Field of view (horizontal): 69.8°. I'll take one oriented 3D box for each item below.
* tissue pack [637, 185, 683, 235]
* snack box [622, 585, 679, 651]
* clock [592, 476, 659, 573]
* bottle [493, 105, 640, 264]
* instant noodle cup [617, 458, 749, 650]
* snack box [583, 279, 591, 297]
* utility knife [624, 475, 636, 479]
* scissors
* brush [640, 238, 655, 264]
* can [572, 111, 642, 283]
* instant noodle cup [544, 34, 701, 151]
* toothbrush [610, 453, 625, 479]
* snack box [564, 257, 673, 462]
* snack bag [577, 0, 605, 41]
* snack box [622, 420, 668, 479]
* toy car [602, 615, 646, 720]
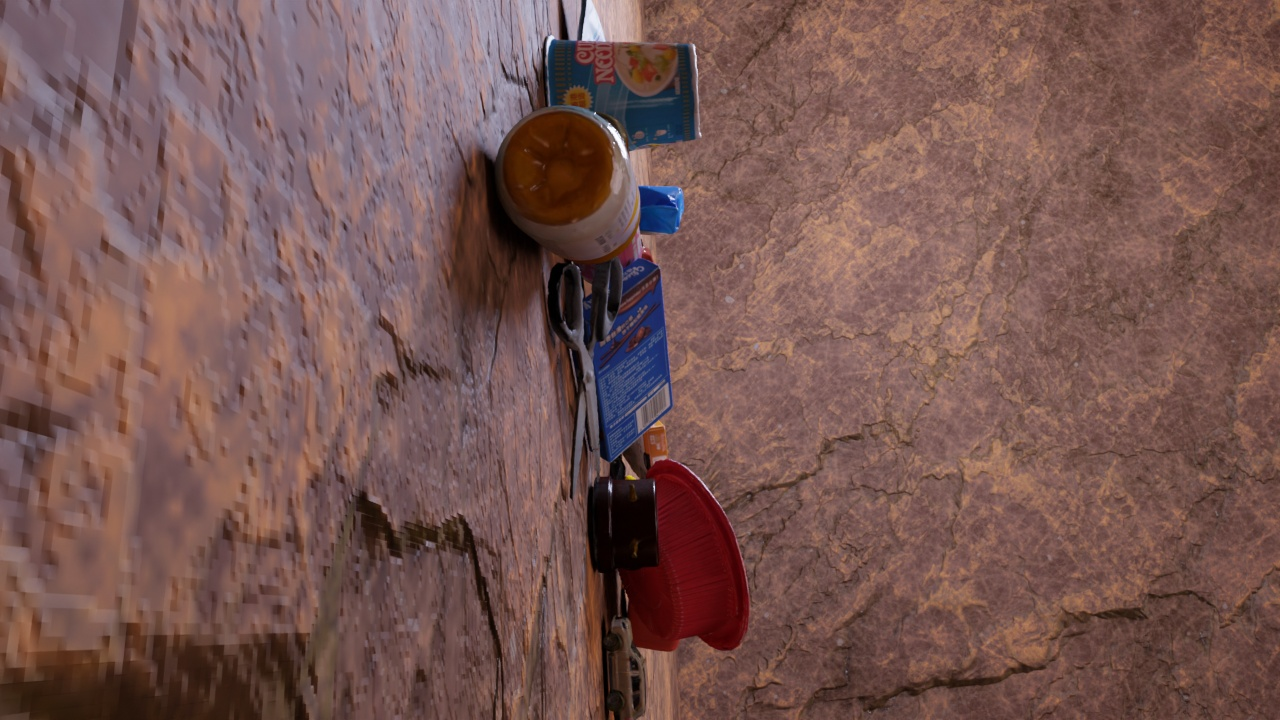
[{"bbox_3d":[-0.001,-0.164,0.996,0.157,0.095,0.052,-75,167,-79],"label":"tissue pack"},{"bbox_3d":[0.017,0.275,1.035,0.091,0.082,0.080,-76,176,-76],"label":"snack box"},{"bbox_3d":[-0.012,0.142,0.797,0.122,0.055,0.082,79,7,-77],"label":"clock"},{"bbox_3d":[-0.034,-0.091,0.526,0.189,0.068,0.068,-4,91,-87],"label":"bottle"},{"bbox_3d":[0.028,0.198,0.897,0.194,0.065,0.194,44,-39,50],"label":"instant noodle cup"},{"bbox_3d":[-0.024,-0.024,0.839,0.157,0.026,0.084,75,5,-51],"label":"snack box"},{"bbox_3d":[0.007,0.156,1.050,0.193,0.015,0.033,180,-103,-77],"label":"utility knife"},{"bbox_3d":[-0.036,0.003,0.644,0.170,0.014,0.159,-68,150,-28],"label":"scissors"},{"bbox_3d":[-0.013,-0.091,0.970,0.146,0.063,0.069,63,11,-79],"label":"brush"},{"bbox_3d":[-0.032,-0.116,0.686,0.147,0.058,0.057,80,7,-62],"label":"can"},{"bbox_3d":[-0.011,-0.199,0.695,0.099,0.110,0.099,-1,87,-87],"label":"instant noodle cup"},{"bbox_3d":[-0.027,0.055,1.017,0.018,0.014,0.188,62,21,-51],"label":"toothbrush"},{"bbox_3d":[-0.014,0.002,0.744,0.084,0.026,0.157,-39,141,-31],"label":"snack box"},{"bbox_3d":[-0.043,-0.254,0.863,0.191,0.039,0.110,74,24,-73],"label":"snack bag"},{"bbox_3d":[0.002,0.092,1.041,0.154,0.026,0.075,-138,-139,-74],"label":"snack box"},{"bbox_3d":[-0.014,0.271,0.809,0.042,0.035,0.090,68,16,-83],"label":"toy car"}]
